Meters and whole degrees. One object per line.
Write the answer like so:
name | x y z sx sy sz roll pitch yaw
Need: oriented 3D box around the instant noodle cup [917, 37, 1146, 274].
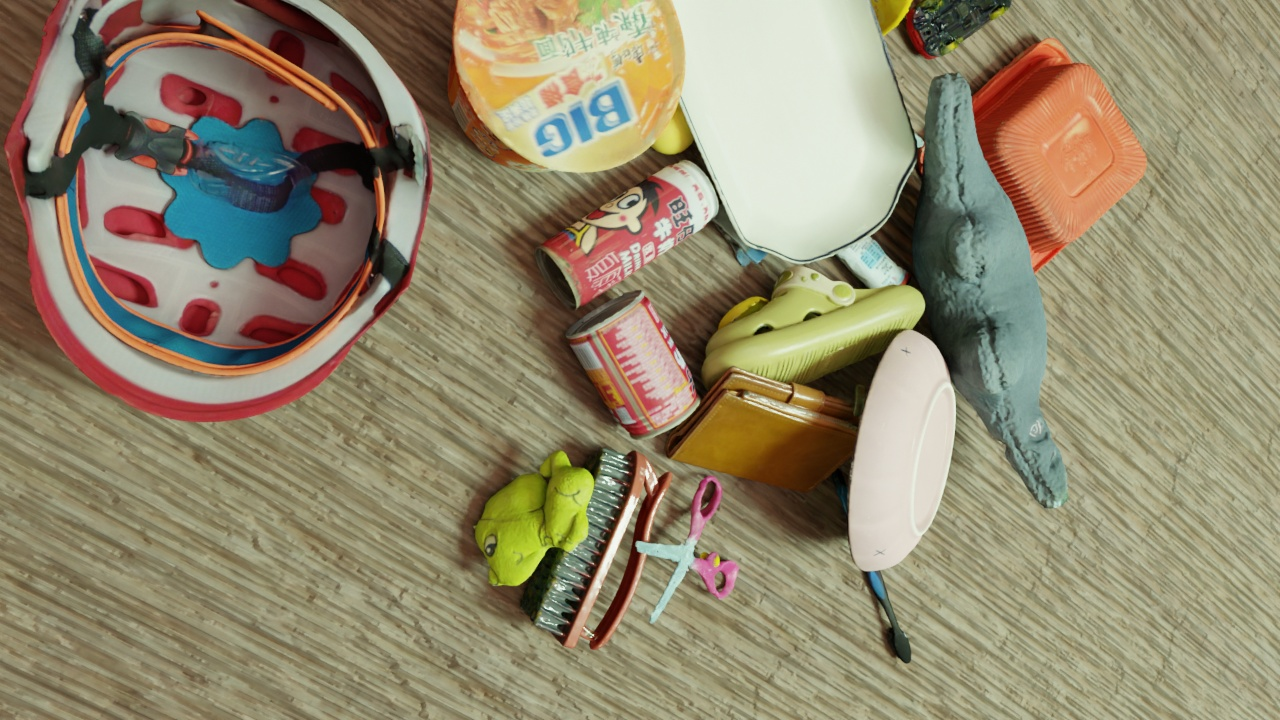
instant noodle cup | 0.350 -0.173 0.794 0.188 0.079 0.164 -41 102 -9

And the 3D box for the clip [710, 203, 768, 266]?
clip | 0.075 -0.101 0.724 0.058 0.043 0.026 44 79 -14

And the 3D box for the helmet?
helmet | -0.237 -0.097 0.539 0.206 0.144 0.240 17 101 -21

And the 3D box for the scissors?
scissors | 0.039 0.141 0.701 0.133 0.017 0.130 25 70 -47

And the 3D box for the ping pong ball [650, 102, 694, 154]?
ping pong ball | 0.022 -0.175 0.686 0.040 0.040 0.040 -1 93 -21

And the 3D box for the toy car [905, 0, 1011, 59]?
toy car | 0.271 -0.298 0.780 0.106 0.031 0.049 -37 106 -14

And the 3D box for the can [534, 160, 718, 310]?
can | -0.009 -0.093 0.671 0.132 0.053 0.053 -34 104 -16

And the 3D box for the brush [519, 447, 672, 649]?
brush | -0.028 0.135 0.673 0.069 0.063 0.145 27 82 -18

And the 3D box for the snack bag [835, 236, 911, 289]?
snack bag | 0.187 -0.082 0.763 0.104 0.026 0.048 38 73 -18

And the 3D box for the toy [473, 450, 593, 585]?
toy | -0.076 0.111 0.646 0.031 0.100 0.096 30 61 -51

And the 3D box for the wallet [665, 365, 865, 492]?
wallet | 0.103 0.054 0.700 0.130 0.119 0.035 17 42 -21

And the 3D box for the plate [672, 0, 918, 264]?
plate | 0.104 -0.204 0.680 0.162 0.034 0.266 -29 109 -6

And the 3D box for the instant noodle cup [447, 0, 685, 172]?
instant noodle cup | -0.060 -0.194 0.614 0.151 0.111 0.151 -1 93 -21

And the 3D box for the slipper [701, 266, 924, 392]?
slipper | 0.128 -0.028 0.723 0.190 0.092 0.081 -18 64 -13

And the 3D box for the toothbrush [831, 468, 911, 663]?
toothbrush | 0.198 0.178 0.791 0.014 0.016 0.189 -24 99 -9

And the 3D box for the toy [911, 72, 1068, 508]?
toy | 0.277 -0.053 0.740 0.091 0.137 0.356 -17 103 11

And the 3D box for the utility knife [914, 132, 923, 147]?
utility knife | 0.161 -0.229 0.751 0.190 0.020 0.031 32 109 -23

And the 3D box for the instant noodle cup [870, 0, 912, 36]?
instant noodle cup | 0.178 -0.330 0.694 0.109 0.138 0.138 -43 107 -22

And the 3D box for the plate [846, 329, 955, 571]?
plate | 0.211 0.073 0.715 0.191 0.039 0.192 -26 121 -55

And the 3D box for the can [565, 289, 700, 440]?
can | -0.004 0.004 0.671 0.066 0.066 0.094 -34 104 -16
